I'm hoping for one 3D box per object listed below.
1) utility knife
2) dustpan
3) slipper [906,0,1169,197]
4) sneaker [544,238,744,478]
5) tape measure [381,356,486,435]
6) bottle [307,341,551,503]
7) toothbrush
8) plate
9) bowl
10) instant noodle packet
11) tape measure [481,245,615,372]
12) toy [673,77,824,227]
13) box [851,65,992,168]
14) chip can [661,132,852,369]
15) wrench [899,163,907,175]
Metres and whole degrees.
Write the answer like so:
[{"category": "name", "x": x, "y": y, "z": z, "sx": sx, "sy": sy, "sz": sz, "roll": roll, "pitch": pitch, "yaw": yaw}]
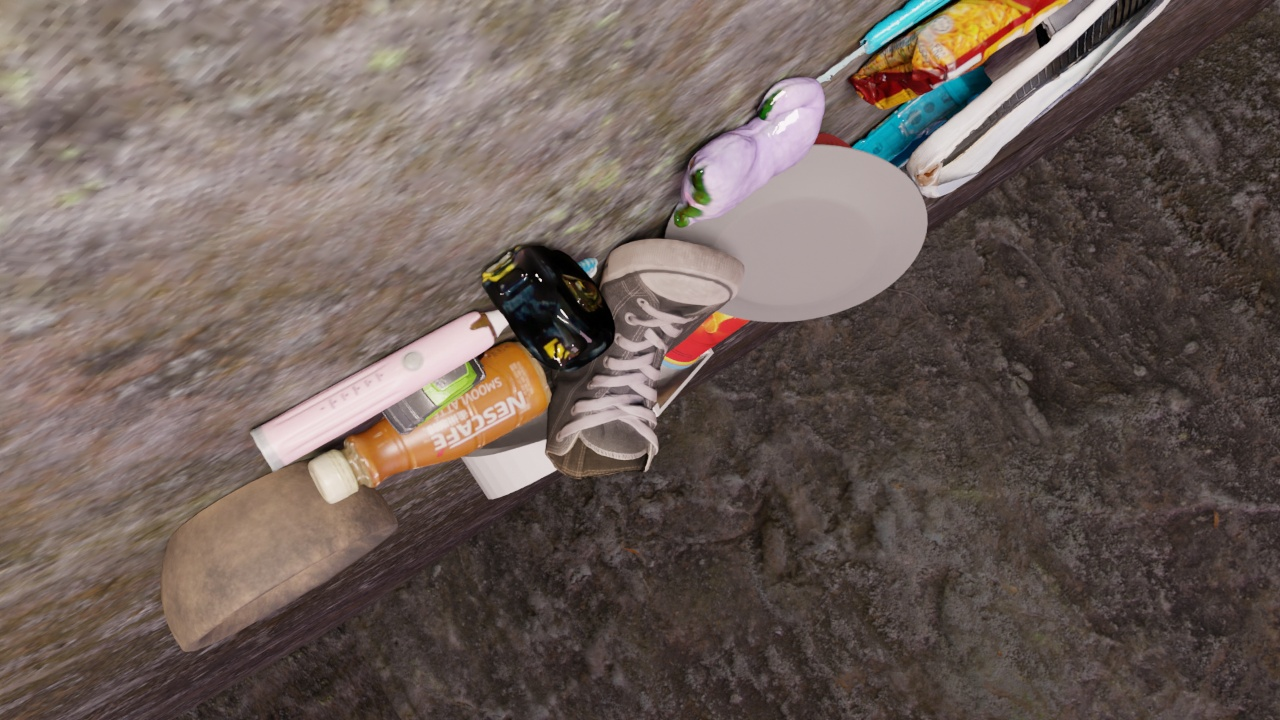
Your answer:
[{"category": "utility knife", "x": 0.151, "y": -0.191, "z": 0.499, "sx": 0.141, "sy": 0.015, "sz": 0.022, "roll": -33, "pitch": 171, "yaw": 21}, {"category": "dustpan", "x": -0.068, "y": 0.055, "z": 0.945, "sx": 0.258, "sy": 0.053, "sz": 0.191, "roll": -30, "pitch": -174, "yaw": 26}, {"category": "slipper", "x": 0.291, "y": -0.228, "z": 0.659, "sx": 0.264, "sy": 0.063, "sz": 0.111, "roll": -45, "pitch": 158, "yaw": 16}, {"category": "sneaker", "x": -0.004, "y": 0.003, "z": 0.647, "sx": 0.095, "sy": 0.119, "sz": 0.235, "roll": 15, "pitch": 153, "yaw": -26}, {"category": "tape measure", "x": -0.133, "y": 0.015, "z": 0.575, "sx": 0.065, "sy": 0.036, "sz": 0.058, "roll": -36, "pitch": -177, "yaw": -3}, {"category": "bottle", "x": -0.144, "y": 0.045, "z": 0.631, "sx": 0.166, "sy": 0.059, "sz": 0.059, "roll": -29, "pitch": 173, "yaw": -26}, {"category": "toothbrush", "x": -0.117, "y": -0.005, "z": 0.534, "sx": 0.222, "sy": 0.027, "sz": 0.027, "roll": -32, "pitch": 176, "yaw": -18}, {"category": "plate", "x": 0.105, "y": -0.076, "z": 0.630, "sx": 0.178, "sy": 0.012, "sz": 0.179, "roll": 0, "pitch": 146, "yaw": 0}, {"category": "bowl", "x": -0.260, "y": 0.130, "z": 0.651, "sx": 0.162, "sy": 0.070, "sz": 0.162, "roll": -33, "pitch": 174, "yaw": -4}, {"category": "instant noodle packet", "x": 0.196, "y": -0.194, "z": 0.536, "sx": 0.135, "sy": 0.039, "sz": 0.098, "roll": -33, "pitch": -175, "yaw": -4}, {"category": "tape measure", "x": -0.046, "y": -0.029, "z": 0.508, "sx": 0.042, "sy": 0.071, "sz": 0.072, "roll": -38, "pitch": 179, "yaw": 15}, {"category": "toy", "x": 0.061, "y": -0.118, "z": 0.515, "sx": 0.099, "sy": 0.036, "sz": 0.080, "roll": -35, "pitch": 165, "yaw": -20}, {"category": "box", "x": 0.224, "y": -0.181, "z": 0.834, "sx": 0.227, "sy": 0.039, "sz": 0.181, "roll": -38, "pitch": 174, "yaw": 37}, {"category": "chip can", "x": 0.085, "y": -0.078, "z": 0.716, "sx": 0.214, "sy": 0.087, "sz": 0.086, "roll": -37, "pitch": 173, "yaw": 40}, {"category": "wrench", "x": 0.240, "y": -0.173, "z": 0.774, "sx": 0.274, "sy": 0.010, "sz": 0.070, "roll": -36, "pitch": 176, "yaw": 19}]
